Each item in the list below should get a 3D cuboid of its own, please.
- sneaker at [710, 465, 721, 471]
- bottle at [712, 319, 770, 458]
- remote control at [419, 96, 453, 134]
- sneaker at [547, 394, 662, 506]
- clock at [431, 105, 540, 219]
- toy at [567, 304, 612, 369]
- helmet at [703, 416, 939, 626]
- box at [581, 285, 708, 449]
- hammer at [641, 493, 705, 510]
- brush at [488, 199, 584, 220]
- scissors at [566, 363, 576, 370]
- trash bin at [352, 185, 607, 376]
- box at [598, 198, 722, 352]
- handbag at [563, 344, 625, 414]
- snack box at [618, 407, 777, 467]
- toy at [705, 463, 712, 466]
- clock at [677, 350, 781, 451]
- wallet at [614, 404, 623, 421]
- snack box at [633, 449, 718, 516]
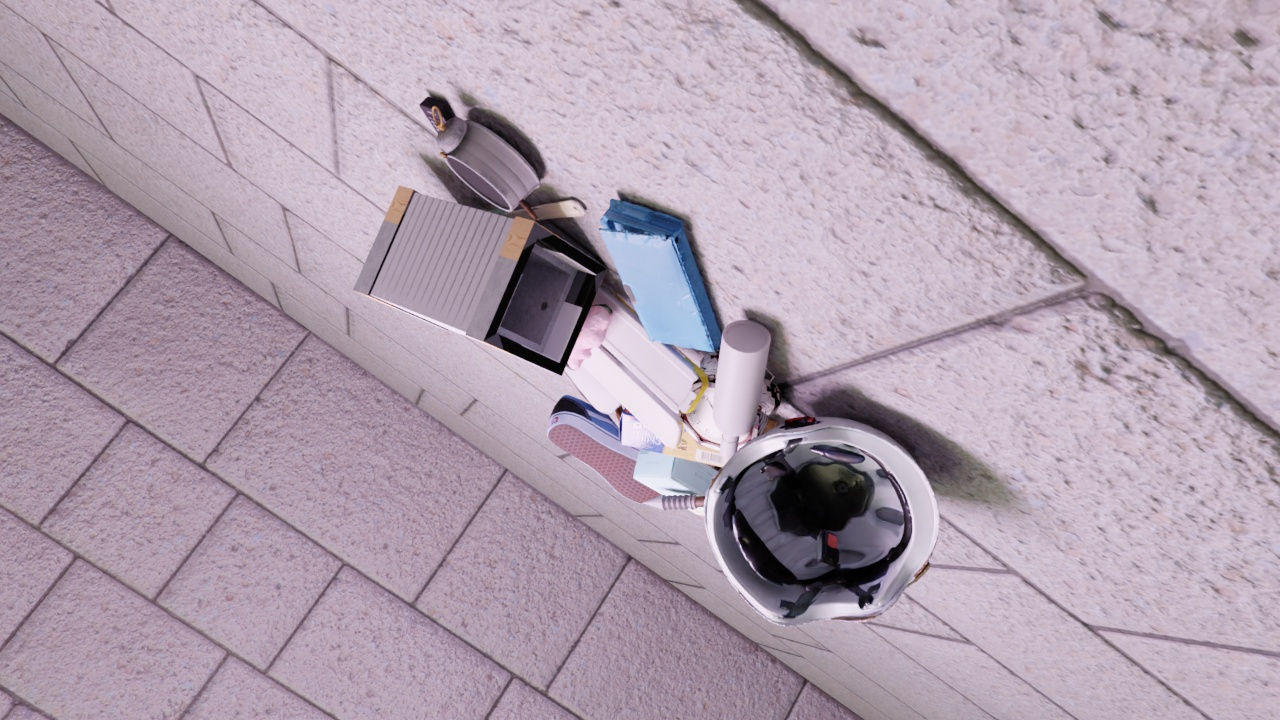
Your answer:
[{"bbox_3d":[0.111,0.185,1.486,0.120,0.095,0.235,40,169,-17],"label":"sneaker"},{"bbox_3d":[0.110,0.042,1.048,0.052,0.052,0.196,27,140,22],"label":"bottle"},{"bbox_3d":[-0.205,-0.242,1.030,0.032,0.015,0.136,26,163,25],"label":"remote control"},{"bbox_3d":[-0.035,0.130,1.419,0.241,0.098,0.084,38,126,-22],"label":"sneaker"},{"bbox_3d":[-0.166,-0.214,0.969,0.148,0.056,0.104,41,171,-37],"label":"clock"},{"bbox_3d":[-0.084,-0.039,1.146,0.102,0.093,0.050,28,-165,33],"label":"toy"},{"bbox_3d":[0.217,0.170,1.076,0.236,0.265,0.163,60,-156,-3],"label":"helmet"},{"bbox_3d":[-0.009,0.008,1.151,0.209,0.038,0.130,42,132,25],"label":"box"},{"bbox_3d":[0.157,0.192,1.256,0.323,0.043,0.156,-4,148,19],"label":"hammer"},{"bbox_3d":[-0.125,-0.173,1.081,0.033,0.012,0.218,45,159,-28],"label":"brush"},{"bbox_3d":[-0.150,-0.073,1.265,0.162,0.016,0.226,22,141,59],"label":"scissors"},{"bbox_3d":[-0.198,-0.099,1.119,0.247,0.142,0.142,20,175,37],"label":"trash bin"},{"bbox_3d":[0.025,-0.080,0.996,0.093,0.048,0.232,24,160,26],"label":"box"},{"bbox_3d":[-0.085,-0.035,1.311,0.222,0.095,0.216,46,161,2],"label":"handbag"},{"bbox_3d":[0.077,0.097,1.234,0.207,0.056,0.057,11,123,13],"label":"snack box"},{"bbox_3d":[0.055,0.100,1.363,0.142,0.084,0.213,29,164,13],"label":"toy"},{"bbox_3d":[0.114,0.041,1.133,0.114,0.064,0.155,34,134,4],"label":"clock"},{"bbox_3d":[-0.038,0.075,1.480,0.121,0.013,0.087,62,173,21],"label":"wallet"},{"bbox_3d":[0.074,0.181,1.347,0.075,0.053,0.174,-4,152,44],"label":"snack box"}]
